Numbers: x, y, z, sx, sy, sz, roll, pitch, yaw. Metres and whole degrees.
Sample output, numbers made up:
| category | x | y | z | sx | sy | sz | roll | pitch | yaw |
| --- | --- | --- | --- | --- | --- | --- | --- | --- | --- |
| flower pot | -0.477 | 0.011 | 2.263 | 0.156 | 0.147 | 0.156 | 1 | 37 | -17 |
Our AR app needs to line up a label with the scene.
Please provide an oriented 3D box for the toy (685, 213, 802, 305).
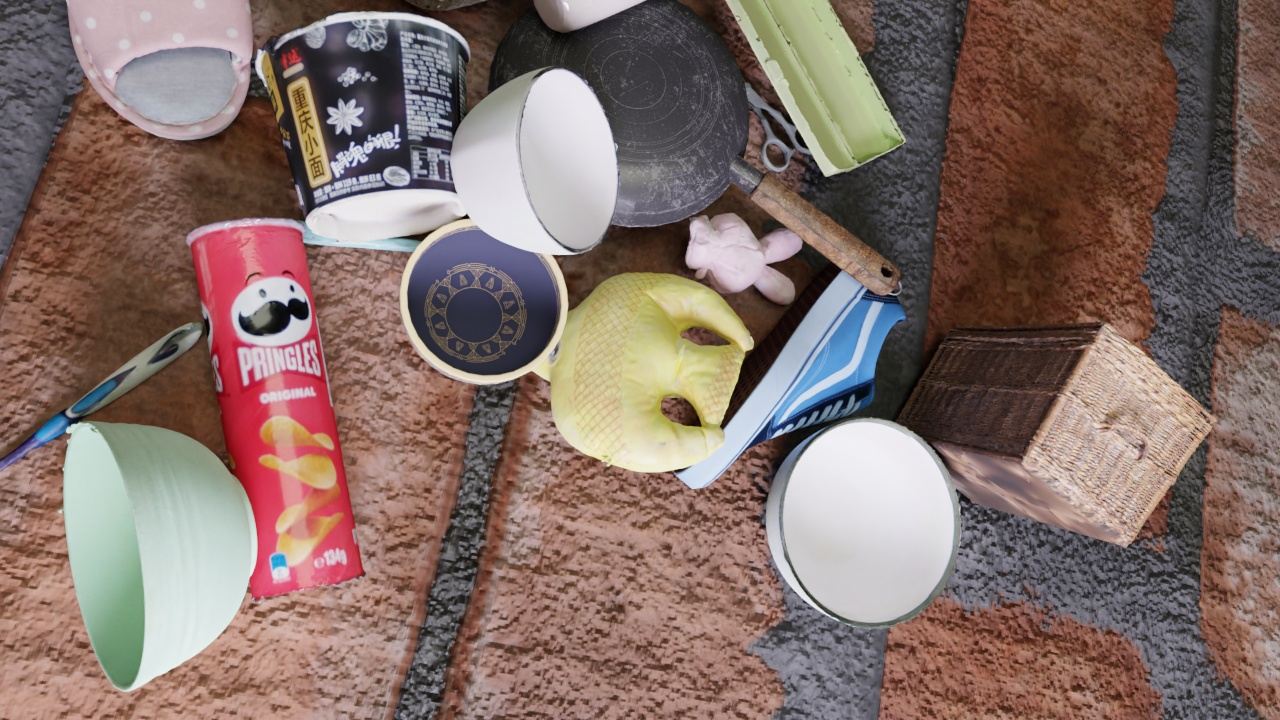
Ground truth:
| category | x | y | z | sx | sy | sz | roll | pitch | yaw |
| --- | --- | --- | --- | --- | --- | --- | --- | --- | --- |
| toy | 0.079 | -0.081 | 0.723 | 0.110 | 0.047 | 0.063 | 11 | 80 | -27 |

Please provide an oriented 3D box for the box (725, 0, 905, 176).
| category | x | y | z | sx | sy | sz | roll | pitch | yaw |
| --- | --- | --- | --- | --- | --- | --- | --- | --- | --- |
| box | 0.137 | -0.243 | 0.763 | 0.140 | 0.044 | 0.187 | -31 | 91 | -46 |

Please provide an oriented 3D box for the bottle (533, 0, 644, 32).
| category | x | y | z | sx | sy | sz | roll | pitch | yaw |
| --- | --- | --- | --- | --- | --- | --- | --- | --- | --- |
| bottle | -0.008 | -0.282 | 0.658 | 0.146 | 0.051 | 0.051 | -32 | 92 | -22 |

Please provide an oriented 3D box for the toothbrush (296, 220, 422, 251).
| category | x | y | z | sx | sy | sz | roll | pitch | yaw |
| --- | --- | --- | --- | --- | --- | --- | --- | --- | --- |
| toothbrush | -0.168 | -0.084 | 0.655 | 0.180 | 0.017 | 0.016 | 5 | 75 | -17 |

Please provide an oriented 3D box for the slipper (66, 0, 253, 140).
| category | x | y | z | sx | sy | sz | roll | pitch | yaw |
| --- | --- | --- | --- | --- | --- | --- | --- | --- | --- |
| slipper | -0.333 | -0.281 | 0.610 | 0.114 | 0.054 | 0.274 | -15 | 86 | -20 |

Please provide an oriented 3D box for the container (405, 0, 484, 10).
| category | x | y | z | sx | sy | sz | roll | pitch | yaw |
| --- | --- | --- | --- | --- | --- | --- | --- | --- | --- |
| container | -0.101 | -0.362 | 0.656 | 0.245 | 0.143 | 0.184 | -27 | 90 | -21 |

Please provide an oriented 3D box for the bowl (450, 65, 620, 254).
| category | x | y | z | sx | sy | sz | roll | pitch | yaw |
| --- | --- | --- | --- | --- | --- | --- | --- | --- | --- |
| bowl | -0.070 | -0.124 | 0.587 | 0.116 | 0.066 | 0.116 | 4 | 85 | -61 |

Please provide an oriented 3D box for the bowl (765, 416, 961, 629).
| category | x | y | z | sx | sy | sz | roll | pitch | yaw |
| --- | --- | --- | --- | --- | --- | --- | --- | --- | --- |
| bowl | 0.160 | 0.122 | 0.701 | 0.153 | 0.073 | 0.153 | 3 | 80 | -18 |

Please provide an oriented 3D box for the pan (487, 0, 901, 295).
| category | x | y | z | sx | sy | sz | roll | pitch | yaw |
| --- | --- | --- | --- | --- | --- | --- | --- | --- | --- |
| pan | 0.055 | -0.156 | 0.683 | 0.357 | 0.040 | 0.207 | 33 | 68 | -2 |

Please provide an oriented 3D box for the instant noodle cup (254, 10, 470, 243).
| category | x | y | z | sx | sy | sz | roll | pitch | yaw |
| --- | --- | --- | --- | --- | --- | --- | --- | --- | --- |
| instant noodle cup | -0.171 | -0.144 | 0.598 | 0.137 | 0.137 | 0.112 | -8 | 84 | -20 |

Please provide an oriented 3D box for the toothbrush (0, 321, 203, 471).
| category | x | y | z | sx | sy | sz | roll | pitch | yaw |
| --- | --- | --- | --- | --- | --- | --- | --- | --- | --- |
| toothbrush | -0.355 | 0.034 | 0.570 | 0.188 | 0.017 | 0.016 | -41 | 95 | -20 |

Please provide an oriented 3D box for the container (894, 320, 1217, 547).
| category | x | y | z | sx | sy | sz | roll | pitch | yaw |
| --- | --- | --- | --- | --- | --- | --- | --- | --- | --- |
| container | 0.298 | 0.049 | 0.694 | 0.114 | 0.199 | 0.112 | 38 | 83 | -11 |

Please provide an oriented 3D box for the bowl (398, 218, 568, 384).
| category | x | y | z | sx | sy | sz | roll | pitch | yaw |
| --- | --- | --- | --- | --- | --- | --- | --- | --- | --- |
| bowl | -0.112 | -0.036 | 0.641 | 0.112 | 0.061 | 0.112 | 3 | 80 | -18 |

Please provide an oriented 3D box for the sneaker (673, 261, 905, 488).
| category | x | y | z | sx | sy | sz | roll | pitch | yaw |
| --- | --- | --- | --- | --- | --- | --- | --- | --- | --- |
| sneaker | 0.130 | 0.024 | 0.704 | 0.098 | 0.084 | 0.240 | 46 | 68 | -7 |

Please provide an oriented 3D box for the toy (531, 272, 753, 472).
| category | x | y | z | sx | sy | sz | roll | pitch | yaw |
| --- | --- | --- | --- | --- | --- | --- | --- | --- | --- |
| toy | -0.004 | 0.004 | 0.655 | 0.155 | 0.065 | 0.170 | 14 | 55 | 9 |

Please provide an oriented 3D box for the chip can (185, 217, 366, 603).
| category | x | y | z | sx | sy | sz | roll | pitch | yaw |
| --- | --- | --- | --- | --- | --- | --- | --- | --- | --- |
| chip can | -0.231 | 0.031 | 0.585 | 0.073 | 0.073 | 0.233 | -10 | 85 | -20 |

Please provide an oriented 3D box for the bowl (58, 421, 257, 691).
| category | x | y | z | sx | sy | sz | roll | pitch | yaw |
| --- | --- | --- | --- | --- | --- | --- | --- | --- | --- |
| bowl | -0.273 | 0.104 | 0.530 | 0.076 | 0.151 | 0.151 | -8 | 83 | -45 |

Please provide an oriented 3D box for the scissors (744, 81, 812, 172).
| category | x | y | z | sx | sy | sz | roll | pitch | yaw |
| --- | --- | --- | --- | --- | --- | --- | --- | --- | --- |
| scissors | 0.102 | -0.222 | 0.771 | 0.094 | 0.014 | 0.170 | -27 | 92 | -22 |
